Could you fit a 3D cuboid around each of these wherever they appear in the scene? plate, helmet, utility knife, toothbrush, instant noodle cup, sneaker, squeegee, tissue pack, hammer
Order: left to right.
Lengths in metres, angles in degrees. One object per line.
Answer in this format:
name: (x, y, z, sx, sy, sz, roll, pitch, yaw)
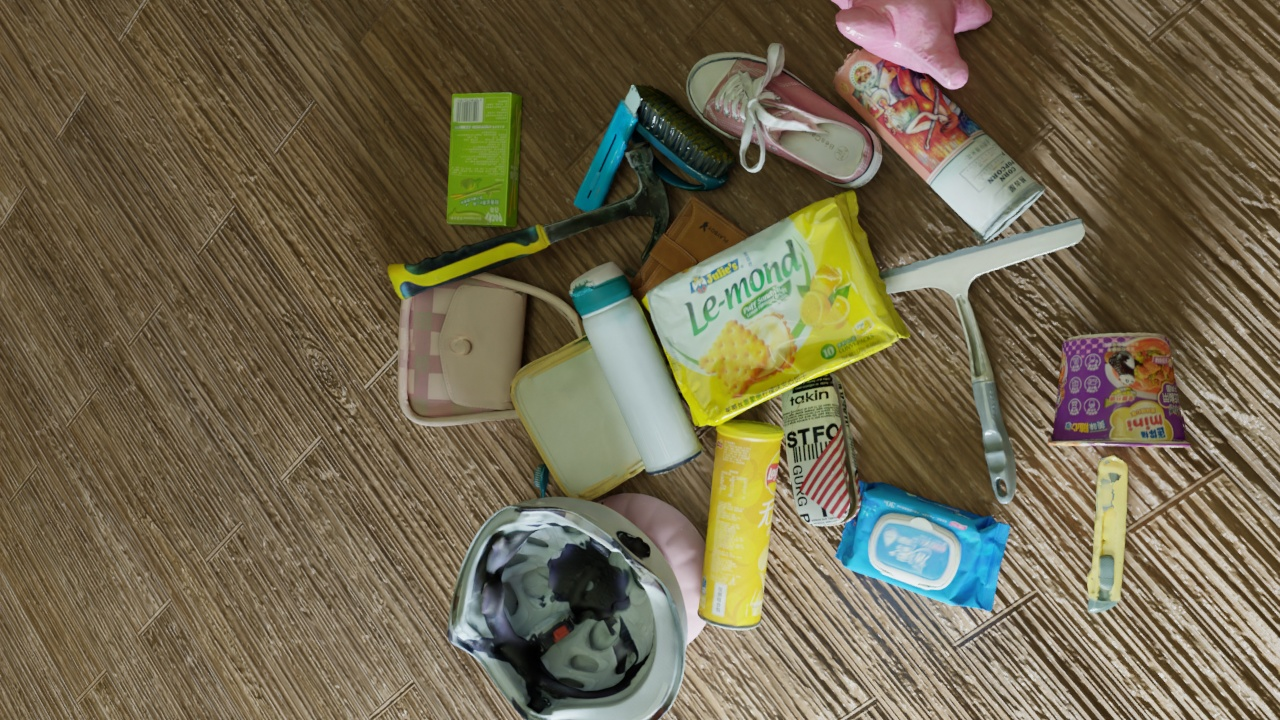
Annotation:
hammer: (-0.123, -0.129, 1.014, 0.323, 0.031, 0.126, -18, 114, 8)
toothbrush: (-0.126, 0.218, 1.109, 0.018, 0.016, 0.191, 9, 97, 33)
helmet: (-0.058, 0.255, 0.967, 0.259, 0.145, 0.229, 29, 106, 12)
utility knife: (-0.033, -0.227, 1.001, 0.034, 0.018, 0.166, 43, 133, 15)
plate: (-0.011, 0.250, 1.047, 0.193, 0.039, 0.192, 2, 94, 24)
sneaker: (0.128, -0.248, 0.911, 0.241, 0.087, 0.118, 40, 108, 31)
tissue pack: (0.278, 0.183, 0.909, 0.157, 0.052, 0.095, 16, 100, 22)
squeegee: (0.327, 0.014, 0.883, 0.247, 0.039, 0.246, -14, 90, 38)
utility knife: (0.437, 0.164, 0.861, 0.031, 0.018, 0.151, 2, 90, 18)
instant noodle cup: (0.420, 0.028, 0.811, 0.112, 0.111, 0.099, -1, 86, 24)

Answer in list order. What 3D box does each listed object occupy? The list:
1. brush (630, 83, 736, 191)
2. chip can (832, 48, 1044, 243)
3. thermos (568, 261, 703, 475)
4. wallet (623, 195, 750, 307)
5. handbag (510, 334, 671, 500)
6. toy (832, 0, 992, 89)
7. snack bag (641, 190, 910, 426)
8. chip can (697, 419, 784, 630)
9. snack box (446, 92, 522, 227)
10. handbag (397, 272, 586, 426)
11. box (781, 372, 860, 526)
brush: (0.036, -0.231, 0.988, 0.144, 0.055, 0.074, 43, 130, 16)
chip can: (0.279, -0.213, 0.872, 0.071, 0.071, 0.214, -45, 75, 20)
thermos: (-0.006, 0.006, 0.972, 0.073, 0.073, 0.224, -21, 96, 23)
wallet: (0.056, -0.099, 0.990, 0.119, 0.035, 0.131, 35, 108, -1)
handbag: (-0.039, 0.050, 1.027, 0.178, 0.063, 0.163, -28, 98, -4)
toy: (0.236, -0.333, 0.842, 0.178, 0.194, 0.075, 28, 142, 1)
snack bag: (0.132, -0.045, 0.922, 0.247, 0.068, 0.158, -26, 82, 21)
chip can: (0.105, 0.172, 0.973, 0.072, 0.072, 0.213, 8, 96, 23)
snack box: (-0.187, -0.239, 1.098, 0.086, 0.026, 0.156, 5, 95, 23)
handbag: (-0.167, -0.012, 1.085, 0.234, 0.093, 0.193, 6, 96, 12)
box: (0.178, 0.086, 0.927, 0.074, 0.064, 0.164, -11, 70, 12)
